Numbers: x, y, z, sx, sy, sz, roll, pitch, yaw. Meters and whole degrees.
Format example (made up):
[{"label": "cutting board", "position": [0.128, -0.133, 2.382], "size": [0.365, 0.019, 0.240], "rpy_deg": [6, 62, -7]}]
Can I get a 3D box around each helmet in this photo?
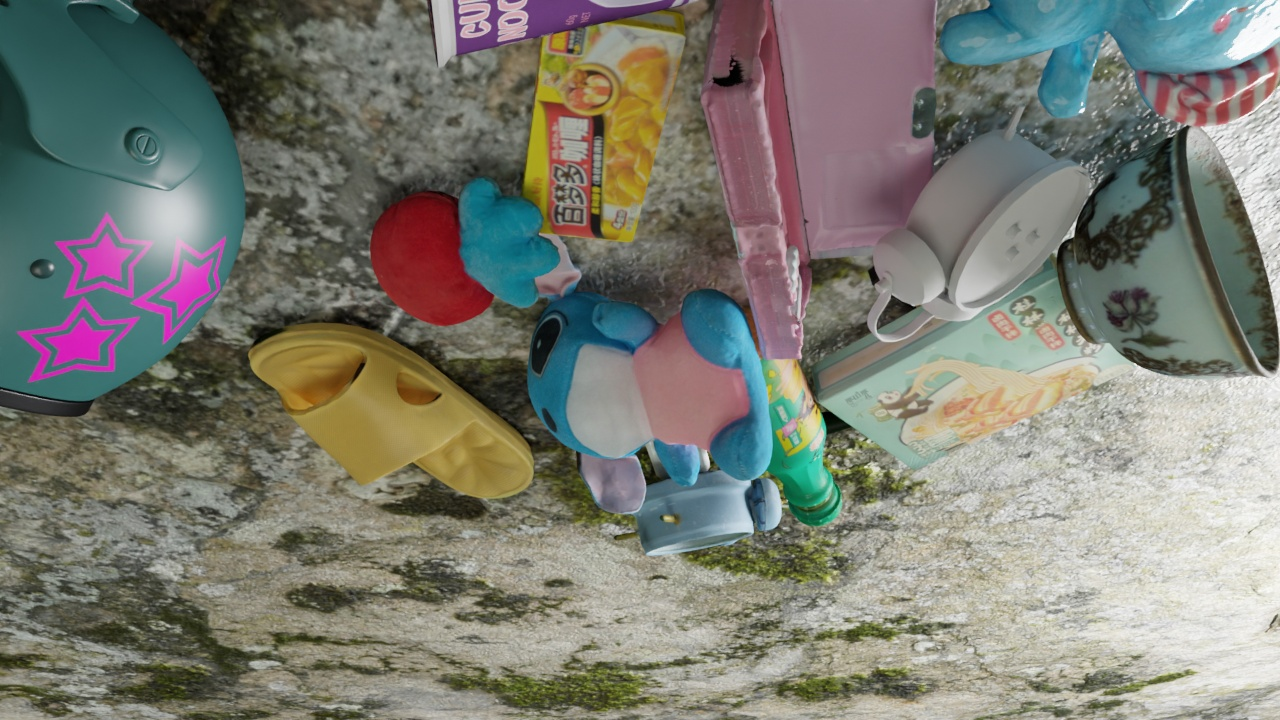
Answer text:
[{"label": "helmet", "position": [-0.311, -0.105, 0.414], "size": [0.176, 0.200, 0.274], "rpy_deg": [25, 176, 36]}]

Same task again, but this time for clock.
[{"label": "clock", "position": [0.063, 0.137, 0.839], "size": [0.161, 0.060, 0.118], "rpy_deg": [-1, 160, -27]}, {"label": "clock", "position": [0.205, -0.070, 0.569], "size": [0.119, 0.061, 0.159], "rpy_deg": [11, 122, -52]}]

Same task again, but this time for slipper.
[{"label": "slipper", "position": [-0.184, 0.059, 0.725], "size": [0.100, 0.078, 0.263], "rpy_deg": [-28, 136, 24]}]

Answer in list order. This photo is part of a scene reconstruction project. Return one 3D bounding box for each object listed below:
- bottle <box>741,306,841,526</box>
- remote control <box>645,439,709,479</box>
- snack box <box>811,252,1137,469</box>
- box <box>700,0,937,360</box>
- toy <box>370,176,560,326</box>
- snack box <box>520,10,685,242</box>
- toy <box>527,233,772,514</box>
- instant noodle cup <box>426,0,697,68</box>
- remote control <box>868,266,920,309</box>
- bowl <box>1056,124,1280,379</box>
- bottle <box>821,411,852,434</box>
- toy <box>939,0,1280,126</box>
[{"label": "bottle", "position": [0.111, 0.054, 0.725], "size": [0.068, 0.068, 0.210], "rpy_deg": [-18, 129, 16]}, {"label": "remote control", "position": [0.026, 0.059, 0.787], "size": [0.050, 0.022, 0.133], "rpy_deg": [-10, 141, 6]}, {"label": "snack box", "position": [0.251, 0.004, 0.700], "size": [0.194, 0.044, 0.141], "rpy_deg": [-32, 133, 31]}, {"label": "box", "position": [0.114, -0.102, 0.525], "size": [0.116, 0.106, 0.233], "rpy_deg": [1, 146, 17]}, {"label": "toy", "position": [-0.112, -0.068, 0.577], "size": [0.133, 0.062, 0.092], "rpy_deg": [-11, 127, 24]}, {"label": "snack box", "position": [-0.027, -0.135, 0.538], "size": [0.075, 0.025, 0.153], "rpy_deg": [5, 140, -11]}, {"label": "toy", "position": [-0.004, 0.004, 0.628], "size": [0.192, 0.098, 0.224], "rpy_deg": [-2, 115, 36]}, {"label": "instant noodle cup", "position": [-0.034, -0.193, 0.395], "size": [0.121, 0.136, 0.122], "rpy_deg": [-8, 115, -11]}, {"label": "remote control", "position": [0.233, -0.051, 0.677], "size": [0.133, 0.013, 0.058], "rpy_deg": [23, 134, -30]}, {"label": "bowl", "position": [0.325, -0.057, 0.582], "size": [0.094, 0.159, 0.160], "rpy_deg": [-18, 142, 42]}, {"label": "bottle", "position": [0.136, 0.058, 0.790], "size": [0.123, 0.033, 0.033], "rpy_deg": [-12, 141, 9]}, {"label": "toy", "position": [0.233, -0.188, 0.426], "size": [0.181, 0.114, 0.183], "rpy_deg": [-13, 117, 4]}]
